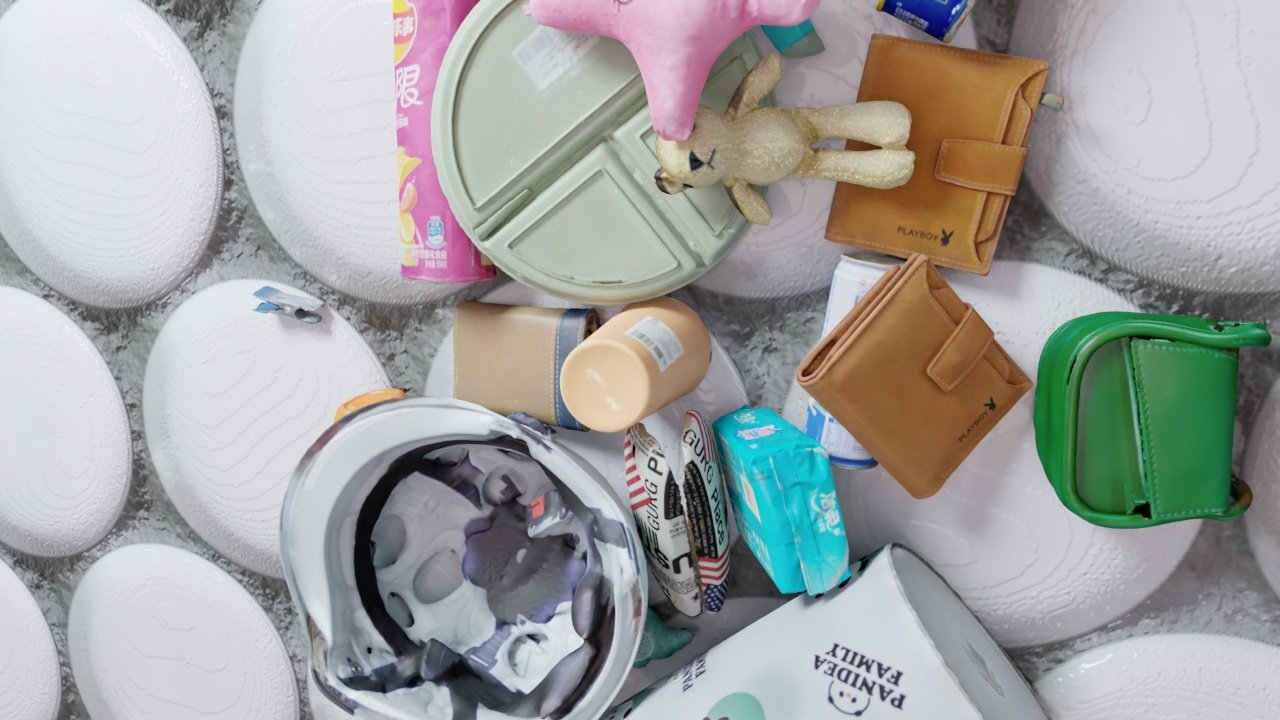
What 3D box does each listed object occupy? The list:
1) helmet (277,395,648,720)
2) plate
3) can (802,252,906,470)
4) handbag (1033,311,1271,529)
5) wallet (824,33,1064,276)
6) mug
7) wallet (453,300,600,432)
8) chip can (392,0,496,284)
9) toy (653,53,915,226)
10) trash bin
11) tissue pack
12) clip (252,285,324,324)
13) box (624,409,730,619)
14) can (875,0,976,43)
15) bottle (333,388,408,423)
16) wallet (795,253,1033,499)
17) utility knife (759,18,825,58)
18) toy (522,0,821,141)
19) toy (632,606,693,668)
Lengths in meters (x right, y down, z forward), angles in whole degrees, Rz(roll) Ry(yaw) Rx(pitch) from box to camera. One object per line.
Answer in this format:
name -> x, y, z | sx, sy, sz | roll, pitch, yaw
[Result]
helmet -> -0.111, 0.144, 0.651 | 0.259, 0.146, 0.229 | 32, 91, 12
plate -> -0.023, -0.147, 0.596 | 0.230, 0.027, 0.230 | 0, 103, -2
can -> 0.142, 0.000, 0.598 | 0.053, 0.053, 0.135 | 12, 106, 15
handbag -> 0.305, 0.035, 0.552 | 0.120, 0.068, 0.131 | 0, 101, 10
wallet -> 0.187, -0.126, 0.569 | 0.119, 0.035, 0.131 | 16, 107, 20
mug -> -0.004, 0.004, 0.609 | 0.078, 0.122, 0.078 | 4, 103, 16
wallet -> -0.085, 0.002, 0.680 | 0.115, 0.033, 0.090 | 5, 102, 22
chip can -> -0.136, -0.162, 0.641 | 0.071, 0.071, 0.211 | 5, 104, 17
toy -> 0.086, -0.128, 0.554 | 0.157, 0.066, 0.105 | 1, 120, 6
trash bin -> 0.117, 0.263, 0.584 | 0.252, 0.229, 0.229 | -41, 88, 16
tissue pack -> 0.089, 0.086, 0.597 | 0.050, 0.133, 0.093 | -16, 101, -6
clip -> -0.283, -0.045, 0.741 | 0.058, 0.026, 0.038 | 17, 115, 8
box -> 0.041, 0.107, 0.626 | 0.082, 0.075, 0.164 | -19, 123, -14
can -> 0.191, -0.257, 0.513 | 0.049, 0.074, 0.148 | 30, 109, 6
bottle -> -0.195, 0.099, 0.728 | 0.067, 0.066, 0.149 | -6, 107, 19
wallet -> 0.171, 0.012, 0.566 | 0.108, 0.031, 0.132 | -47, 117, 1
utility knife -> 0.066, -0.257, 0.586 | 0.029, 0.013, 0.157 | -33, 88, 19
toy -> 0.008, -0.220, 0.515 | 0.179, 0.074, 0.194 | -13, 89, 32
toy -> -0.017, 0.196, 0.709 | 0.097, 0.030, 0.092 | -35, 85, 29
